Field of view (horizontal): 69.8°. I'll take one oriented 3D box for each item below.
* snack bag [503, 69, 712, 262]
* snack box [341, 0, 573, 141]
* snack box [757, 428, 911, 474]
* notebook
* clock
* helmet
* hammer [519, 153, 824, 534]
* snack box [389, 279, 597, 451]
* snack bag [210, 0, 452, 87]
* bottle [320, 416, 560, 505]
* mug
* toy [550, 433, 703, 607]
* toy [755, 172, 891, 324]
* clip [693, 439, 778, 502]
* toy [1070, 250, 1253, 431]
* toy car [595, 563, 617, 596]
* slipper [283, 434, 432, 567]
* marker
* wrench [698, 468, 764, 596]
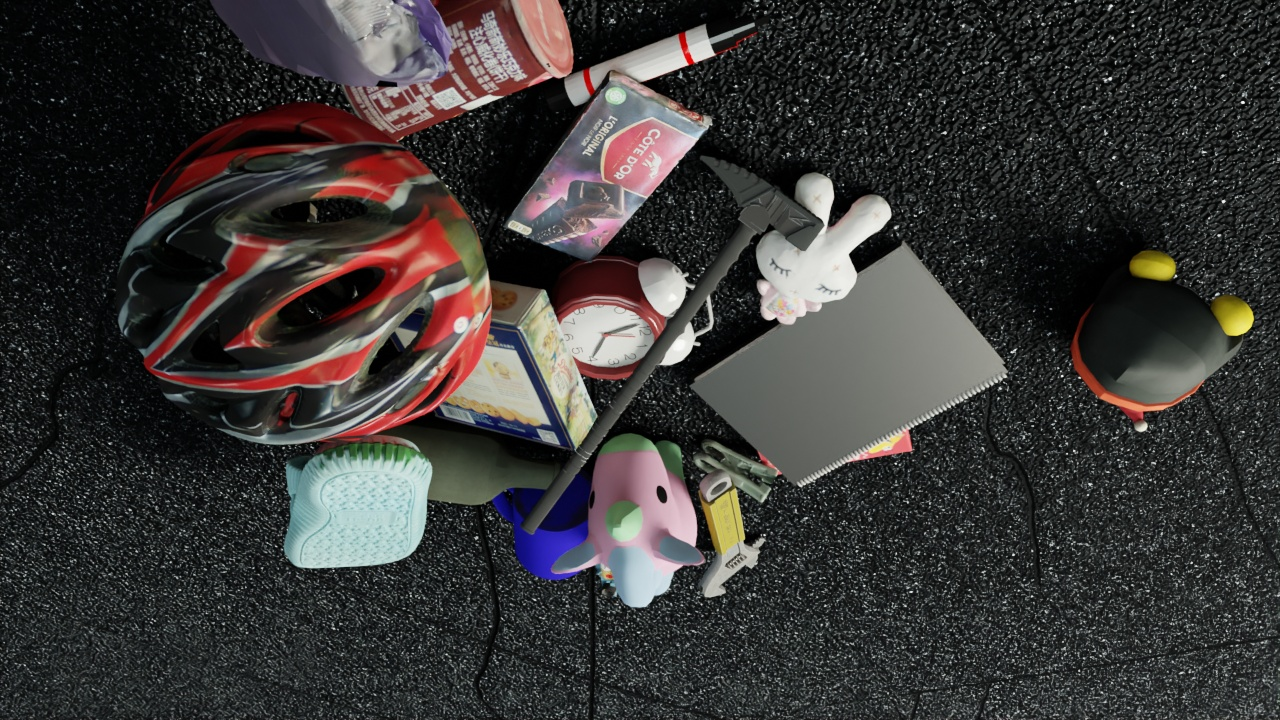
[{"bbox_3d":[-0.028,-0.126,0.620,0.074,0.018,0.156,20,139,-26],"label":"snack bag"},{"bbox_3d":[-0.109,-0.181,0.539,0.121,0.072,0.072,-16,133,19],"label":"snack box"},{"bbox_3d":[0.167,0.060,0.813,0.133,0.021,0.089,-12,135,15],"label":"snack box"},{"bbox_3d":[0.167,0.013,0.746,0.207,0.016,0.149,-34,116,28],"label":"notebook"},{"bbox_3d":[-0.014,-0.033,0.706,0.138,0.048,0.096,-5,136,9],"label":"clock"},{"bbox_3d":[-0.215,-0.044,0.582,0.273,0.166,0.217,-12,114,39],"label":"helmet"},{"bbox_3d":[-0.004,0.004,0.668,0.095,0.015,0.325,35,109,-4],"label":"hammer"},{"bbox_3d":[-0.120,-0.001,0.711,0.144,0.042,0.145,11,141,26],"label":"snack box"},{"bbox_3d":[-0.173,-0.190,0.461,0.058,0.205,0.096,-44,131,-16],"label":"snack bag"},{"bbox_3d":[-0.177,0.090,0.826,0.206,0.071,0.072,9,136,-7],"label":"bottle"},{"bbox_3d":[-0.095,0.148,0.886,0.111,0.079,0.084,25,139,17],"label":"mug"},{"bbox_3d":[0.002,0.154,0.811,0.120,0.170,0.222,-5,136,8],"label":"toy"},{"bbox_3d":[0.122,-0.072,0.665,0.076,0.037,0.126,22,126,-9],"label":"toy"},{"bbox_3d":[0.086,0.099,0.837,0.076,0.047,0.023,27,147,9],"label":"clip"},{"bbox_3d":[0.373,-0.008,0.687,0.097,0.099,0.119,40,170,20],"label":"toy"},{"bbox_3d":[-0.032,0.198,0.942,0.027,0.060,0.108,11,137,8],"label":"toy car"},{"bbox_3d":[-0.229,0.108,0.746,0.116,0.069,0.277,6,150,-18],"label":"slipper"},{"bbox_3d":[0.010,-0.186,0.566,0.146,0.019,0.019,-15,134,17],"label":"marker"},{"bbox_3d":[0.080,0.169,0.885,0.083,0.018,0.274,-33,149,-8],"label":"wrench"}]
